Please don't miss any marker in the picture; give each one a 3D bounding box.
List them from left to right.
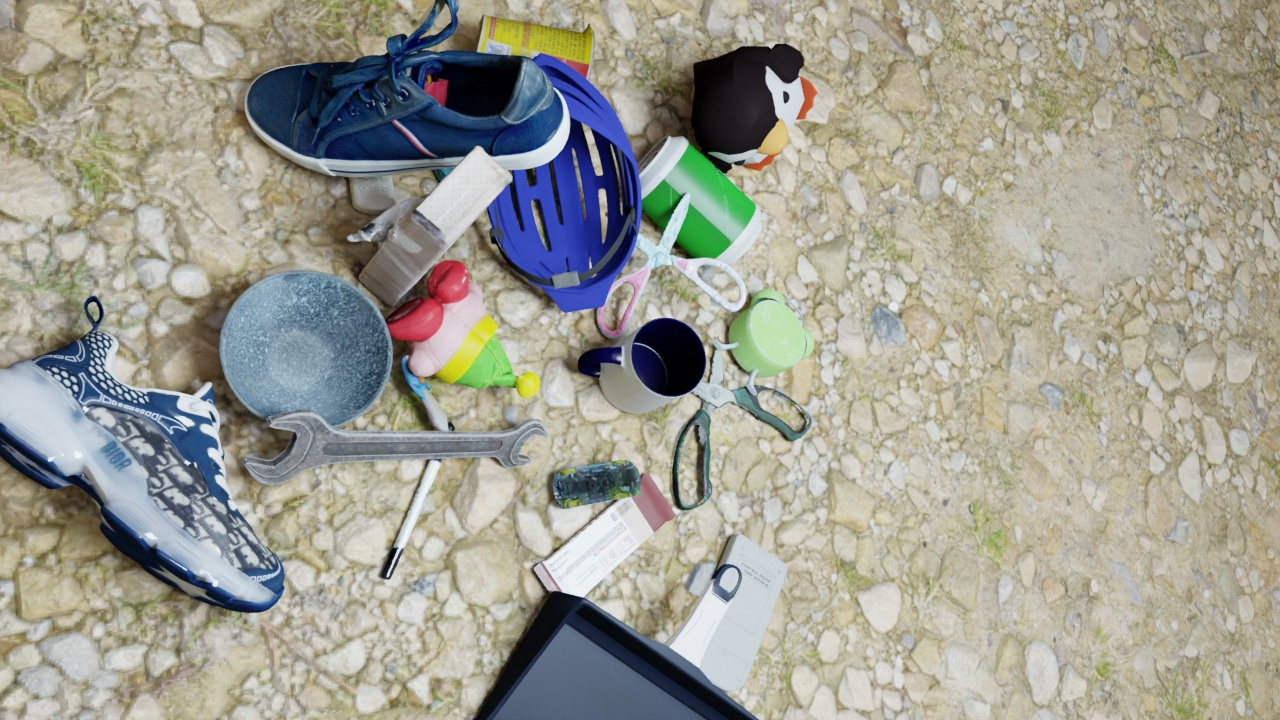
[{"bbox_3d":[-0.198,0.124,0.824,0.011,0.011,0.151,29,66,-21],"label":"marker"}]

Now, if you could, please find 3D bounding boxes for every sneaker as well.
[{"bbox_3d":[-0.361,0.075,0.701,0.269,0.103,0.132,45,54,-10],"label":"sneaker"},{"bbox_3d":[-0.212,-0.231,0.765,0.295,0.127,0.120,5,73,13],"label":"sneaker"}]

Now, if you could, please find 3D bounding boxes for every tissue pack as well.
[{"bbox_3d":[-0.189,-0.114,0.785,0.071,0.182,0.103,46,62,-16],"label":"tissue pack"}]

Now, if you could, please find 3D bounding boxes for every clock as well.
[{"bbox_3d":[0.146,-0.027,1.030,0.094,0.043,0.119,52,52,-5],"label":"clock"}]

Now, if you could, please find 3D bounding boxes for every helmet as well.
[{"bbox_3d":[-0.073,-0.154,0.842,0.148,0.227,0.242,-9,109,1],"label":"helmet"}]

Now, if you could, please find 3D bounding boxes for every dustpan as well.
[{"bbox_3d":[0.007,0.306,0.844,0.236,0.080,0.272,39,66,-16],"label":"dustpan"}]

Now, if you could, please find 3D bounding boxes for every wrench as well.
[{"bbox_3d":[-0.199,0.074,0.796,0.272,0.010,0.070,3,119,-39],"label":"wrench"}]

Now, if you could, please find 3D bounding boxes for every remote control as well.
[{"bbox_3d":[-0.258,-0.199,0.864,0.038,0.018,0.125,-6,80,-31],"label":"remote control"},{"bbox_3d":[0.098,0.263,0.952,0.074,0.019,0.150,36,63,-18],"label":"remote control"}]

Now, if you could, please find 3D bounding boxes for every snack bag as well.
[{"bbox_3d":[-0.032,0.177,0.903,0.157,0.013,0.057,-38,98,-31],"label":"snack bag"}]

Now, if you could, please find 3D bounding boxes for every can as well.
[{"bbox_3d":[0.058,-0.170,0.993,0.140,0.088,0.087,40,62,-16],"label":"can"}]

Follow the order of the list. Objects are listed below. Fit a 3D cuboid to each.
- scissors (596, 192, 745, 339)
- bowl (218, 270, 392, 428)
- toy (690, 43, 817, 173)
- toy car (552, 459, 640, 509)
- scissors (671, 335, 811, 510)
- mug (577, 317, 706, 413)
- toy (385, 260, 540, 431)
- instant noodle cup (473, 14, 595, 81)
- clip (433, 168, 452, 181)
[{"bbox_3d":[0.028,-0.089,0.947,0.177,0.013,0.170,26,92,3],"label":"scissors"},{"bbox_3d":[-0.285,-0.003,0.778,0.137,0.057,0.137,7,75,-28],"label":"bowl"},{"bbox_3d":[0.102,-0.275,0.985,0.140,0.159,0.183,36,22,-1],"label":"toy"},{"bbox_3d":[-0.044,0.121,0.901,0.089,0.027,0.038,-6,76,-23],"label":"toy car"},{"bbox_3d":[0.096,0.080,0.998,0.201,0.015,0.205,27,67,-20],"label":"scissors"},{"bbox_3d":[-0.005,0.005,0.907,0.111,0.097,0.078,6,76,-20],"label":"mug"},{"bbox_3d":[-0.161,-0.009,0.835,0.123,0.097,0.131,-58,135,-36],"label":"toy"},{"bbox_3d":[-0.113,-0.298,0.931,0.112,0.101,0.100,11,73,-18],"label":"instant noodle cup"},{"bbox_3d":[-0.196,-0.224,0.894,0.116,0.026,0.097,42,59,-23],"label":"clip"}]
